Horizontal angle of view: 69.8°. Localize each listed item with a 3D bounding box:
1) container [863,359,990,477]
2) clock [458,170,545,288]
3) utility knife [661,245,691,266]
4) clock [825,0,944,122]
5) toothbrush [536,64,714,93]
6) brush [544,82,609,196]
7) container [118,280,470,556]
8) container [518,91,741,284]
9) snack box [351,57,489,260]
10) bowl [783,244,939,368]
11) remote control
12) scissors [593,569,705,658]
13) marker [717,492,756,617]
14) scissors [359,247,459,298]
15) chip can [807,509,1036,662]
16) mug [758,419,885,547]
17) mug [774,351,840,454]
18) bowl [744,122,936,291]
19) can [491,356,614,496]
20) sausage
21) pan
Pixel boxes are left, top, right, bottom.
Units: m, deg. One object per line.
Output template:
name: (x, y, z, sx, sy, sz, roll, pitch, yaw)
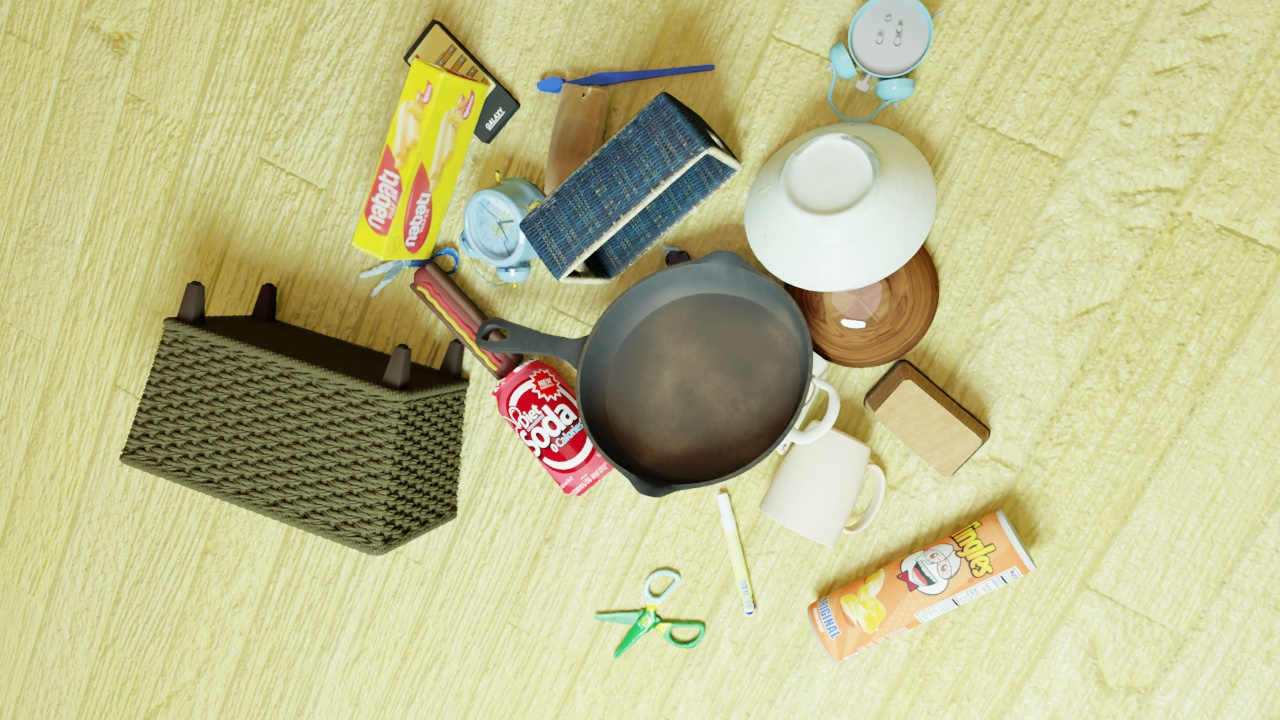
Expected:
container: (0.270, 0.058, 0.866, 0.114, 0.061, 0.063, 42, 106, 8)
clock: (-0.144, -0.132, 0.961, 0.089, 0.051, 0.125, 37, 126, 13)
utility knife: (0.065, -0.043, 0.936, 0.029, 0.020, 0.171, -27, 88, 16)
clock: (0.220, -0.279, 0.847, 0.087, 0.042, 0.123, 32, 103, 10)
toothbrush: (-0.018, -0.288, 0.931, 0.187, 0.011, 0.016, -1, 97, 17)
brush: (-0.064, -0.220, 0.939, 0.049, 0.039, 0.117, 15, 101, 16)
container: (-0.355, 0.047, 0.994, 0.321, 0.176, 0.205, 16, 98, 14)
container: (-0.007, -0.158, 0.876, 0.188, 0.145, 0.071, -39, 82, 17)
snack box: (-0.226, -0.202, 0.946, 0.042, 0.092, 0.201, 27, 104, 14)
bowl: (0.205, -0.062, 0.865, 0.147, 0.068, 0.147, 2, 98, 16)
remote control: (-0.192, -0.297, 0.980, 0.133, 0.013, 0.058, 46, 107, 6)
scissors: (0.007, 0.274, 0.998, 0.129, 0.012, 0.119, 0, 96, 15)
marker: (0.100, 0.203, 0.960, 0.014, 0.014, 0.132, -12, 94, 17)
scissors: (-0.258, -0.101, 1.025, 0.135, 0.015, 0.086, -41, 87, 16)
chip can: (0.268, 0.220, 0.888, 0.211, 0.062, 0.062, -32, 87, 18)
mug: (0.187, 0.122, 0.896, 0.111, 0.085, 0.104, 24, 92, -16)
mug: (0.142, 0.036, 0.876, 0.081, 0.122, 0.097, 35, 91, -34)
bowl: (0.175, -0.154, 0.830, 0.177, 0.058, 0.176, -7, 68, 18)
can: (-0.088, 0.070, 0.966, 0.074, 0.074, 0.142, -41, 85, 17)
sausage: (-0.188, -0.042, 0.994, 0.040, 0.040, 0.155, -44, 89, 17)
pan: (-0.005, 0.005, 0.892, 0.357, 0.043, 0.248, 10, 71, 26)
